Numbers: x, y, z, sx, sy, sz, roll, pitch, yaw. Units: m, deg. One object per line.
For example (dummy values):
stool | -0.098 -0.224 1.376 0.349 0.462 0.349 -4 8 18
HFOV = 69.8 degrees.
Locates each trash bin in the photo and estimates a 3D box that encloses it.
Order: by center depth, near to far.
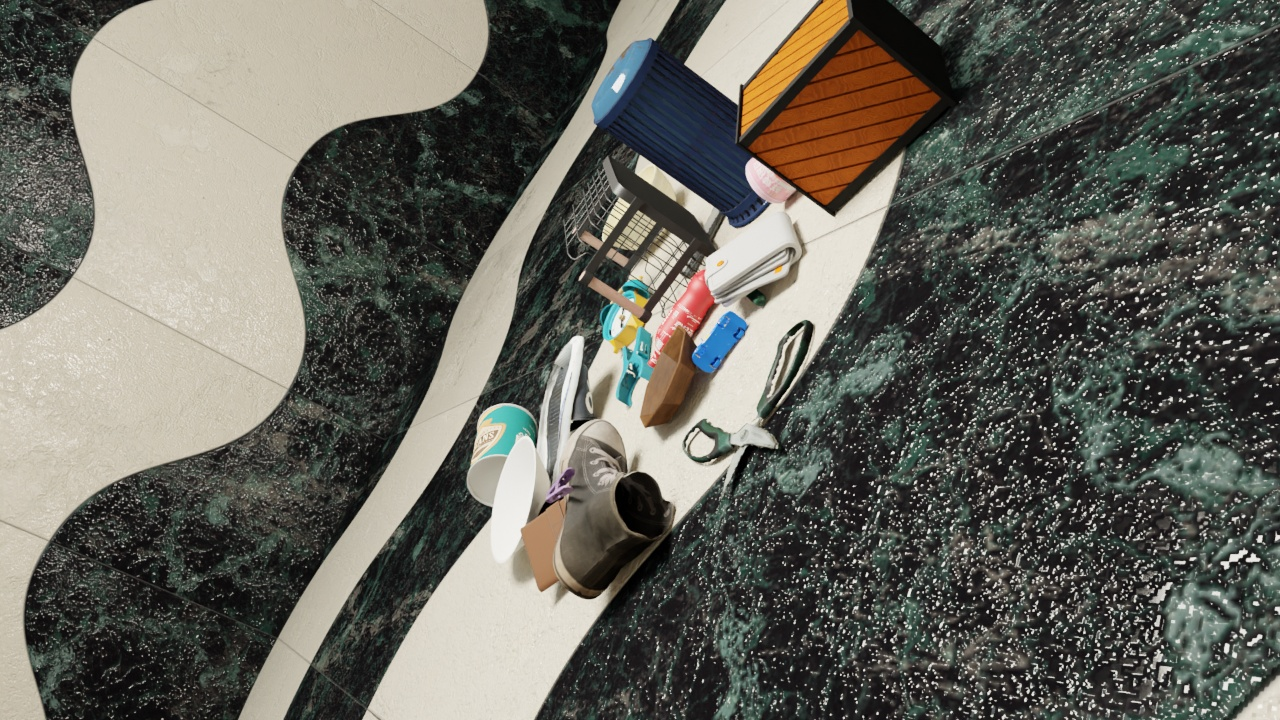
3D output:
trash bin | 0.213 -0.286 0.983 0.172 0.139 0.139 -44 24 37
trash bin | 0.066 -0.300 1.201 0.140 0.249 0.139 -49 21 26

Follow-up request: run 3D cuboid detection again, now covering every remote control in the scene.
remote control | 0.094 -0.178 1.309 0.136 0.013 0.033 -61 19 -10

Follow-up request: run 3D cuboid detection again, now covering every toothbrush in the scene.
toothbrush | 0.119 -0.097 1.123 0.016 0.017 0.189 -39 23 4

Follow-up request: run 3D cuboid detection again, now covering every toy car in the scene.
toy car | 0.093 -0.034 1.070 0.092 0.033 0.062 -52 13 7

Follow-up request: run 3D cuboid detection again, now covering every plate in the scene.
plate | 0.037 0.022 1.097 0.131 0.025 0.131 -160 91 -81
plate | -0.159 0.193 1.256 0.174 0.036 0.173 -48 35 48

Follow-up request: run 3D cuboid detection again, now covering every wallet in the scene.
wallet | 0.129 -0.110 1.057 0.119 0.037 0.115 -33 27 19
wallet | -0.090 0.211 1.095 0.121 0.013 0.087 -37 58 24

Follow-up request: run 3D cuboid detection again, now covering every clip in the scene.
clip | -0.089 0.142 1.011 0.050 0.013 0.029 -45 27 34
clip | -0.017 0.021 1.269 0.120 0.030 0.130 -59 19 14

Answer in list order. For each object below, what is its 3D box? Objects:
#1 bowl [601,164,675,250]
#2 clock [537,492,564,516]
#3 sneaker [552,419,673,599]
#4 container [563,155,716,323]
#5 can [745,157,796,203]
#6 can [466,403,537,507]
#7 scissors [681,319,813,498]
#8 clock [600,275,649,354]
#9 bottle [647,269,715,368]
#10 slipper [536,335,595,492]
bowl | 0.009 -0.241 1.523 0.151 0.075 0.150 -48 21 25
clock | -0.103 0.213 1.162 0.120 0.042 0.091 -60 19 -3
sneaker | -0.028 0.137 1.020 0.120 0.095 0.234 -43 22 31
container | -0.011 -0.170 1.281 0.130 0.162 0.241 -53 19 16
can | 0.175 -0.238 1.117 0.076 0.067 0.067 -40 26 41
can | -0.216 0.149 1.453 0.099 0.099 0.143 -50 21 23
scissors | 0.111 0.044 0.933 0.205 0.015 0.202 -59 18 -8
clock | -0.024 -0.071 1.401 0.099 0.043 0.129 -47 29 30
bottle | 0.054 -0.050 1.172 0.142 0.042 0.042 -56 19 9
slipper | -0.104 0.096 1.320 0.111 0.063 0.263 -33 43 58
